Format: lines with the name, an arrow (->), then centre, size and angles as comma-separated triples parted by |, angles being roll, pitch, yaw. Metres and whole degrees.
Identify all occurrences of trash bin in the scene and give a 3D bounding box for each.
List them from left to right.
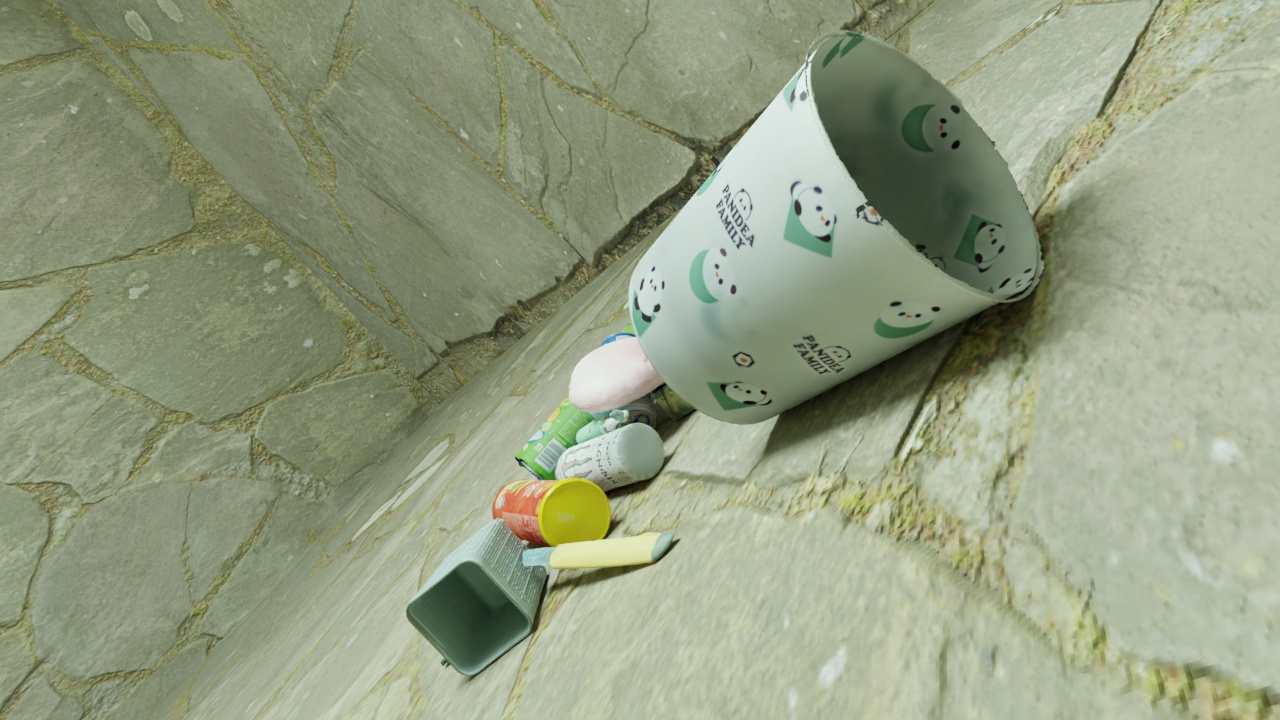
trash bin -> 0.133, -0.082, 0.722 | 0.253, 0.229, 0.228 | -40, 9, 43

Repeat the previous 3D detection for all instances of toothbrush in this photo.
toothbrush -> -0.041, 0.075, 1.024 | 0.225, 0.027, 0.026 | 143, 140, -73

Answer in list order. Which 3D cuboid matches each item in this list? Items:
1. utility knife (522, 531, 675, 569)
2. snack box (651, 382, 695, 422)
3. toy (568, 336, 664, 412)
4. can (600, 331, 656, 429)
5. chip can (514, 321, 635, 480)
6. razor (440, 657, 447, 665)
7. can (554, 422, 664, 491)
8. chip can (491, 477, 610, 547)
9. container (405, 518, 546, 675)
utility knife -> -0.046, 0.167, 0.804 | 0.202, 0.021, 0.030 | -11, 40, 41
snack box -> 0.111, -0.031, 1.042 | 0.183, 0.046, 0.177 | -35, 14, 32
toy -> -0.006, 0.006, 1.018 | 0.160, 0.054, 0.121 | -23, 26, 12
can -> -0.015, 0.029, 1.091 | 0.053, 0.053, 0.134 | -37, 39, 24
chip can -> -0.061, 0.058, 1.179 | 0.235, 0.072, 0.072 | -50, 12, -12
razor -> -0.180, 0.264, 0.971 | 0.043, 0.022, 0.142 | -37, 11, 15
can -> -0.035, 0.108, 0.973 | 0.058, 0.058, 0.147 | -49, 13, -33
chip can -> -0.100, 0.160, 0.964 | 0.073, 0.073, 0.217 | -46, 10, -21
container -> -0.149, 0.217, 0.868 | 0.090, 0.090, 0.111 | -39, 8, 12
